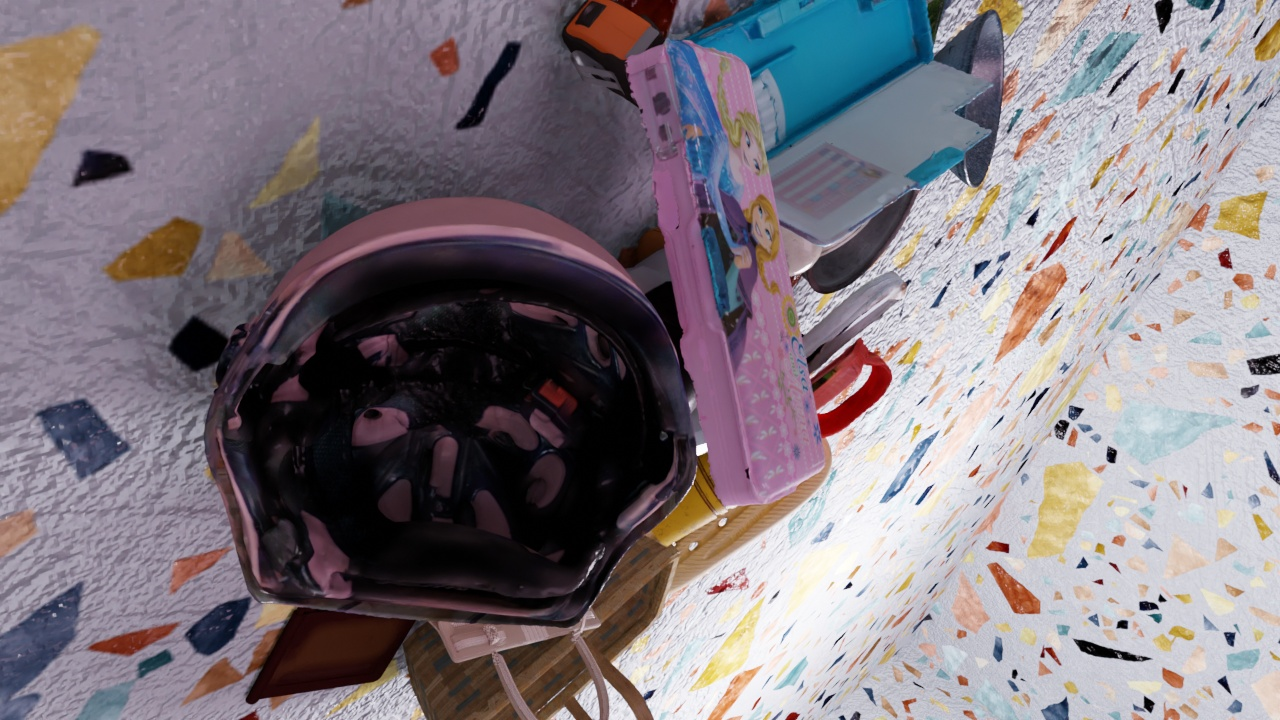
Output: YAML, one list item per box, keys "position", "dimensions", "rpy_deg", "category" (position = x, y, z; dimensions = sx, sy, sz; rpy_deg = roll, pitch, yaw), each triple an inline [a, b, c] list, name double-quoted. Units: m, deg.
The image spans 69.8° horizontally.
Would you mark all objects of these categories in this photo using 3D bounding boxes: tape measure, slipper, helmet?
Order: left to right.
- position: [-0.093, 0.019, 0.487]
  dimensions: [0.230, 0.152, 0.256]
  rpy_deg: [5, 126, -12]
  category: "helmet"
- position: [-0.015, -0.168, 0.501]
  dimensions: [0.038, 0.059, 0.058]
  rpy_deg: [-51, 164, -1]
  category: "tape measure"
- position: [0.079, 0.149, 0.974]
  dimensions: [0.261, 0.111, 0.079]
  rpy_deg: [-37, 180, -5]
  category: "slipper"
- position: [0.133, -0.008, 0.865]
  dimensions: [0.111, 0.063, 0.265]
  rpy_deg: [-21, 164, -47]
  category: "slipper"
- position: [0.188, 0.032, 0.867]
  dimensions: [0.104, 0.059, 0.248]
  rpy_deg: [-40, 173, 11]
  category: "slipper"

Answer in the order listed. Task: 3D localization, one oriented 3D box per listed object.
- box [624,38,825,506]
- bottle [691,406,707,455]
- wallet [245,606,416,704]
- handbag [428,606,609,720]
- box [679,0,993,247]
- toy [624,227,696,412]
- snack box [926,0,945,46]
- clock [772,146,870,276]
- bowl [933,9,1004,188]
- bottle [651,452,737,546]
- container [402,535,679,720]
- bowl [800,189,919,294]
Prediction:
- position: [0.056, -0.047, 0.507]
  dimensions: [0.063, 0.230, 0.160]
  rpy_deg: [-11, -179, 14]
  category: "box"
- position: [0.011, 0.058, 0.785]
  dimensions: [0.160, 0.072, 0.046]
  rpy_deg: [-9, 126, -49]
  category: "bottle"
- position: [-0.230, 0.217, 0.700]
  dimensions: [0.115, 0.018, 0.092]
  rpy_deg: [10, 117, -55]
  category: "wallet"
- position: [-0.087, 0.192, 0.674]
  dimensions: [0.062, 0.198, 0.175]
  rpy_deg: [-41, 155, 21]
  category: "handbag"
- position: [0.134, -0.177, 0.621]
  dimensions: [0.226, 0.170, 0.085]
  rpy_deg: [-34, 177, -25]
  category: "box"
- position: [0.017, -0.015, 0.645]
  dimensions: [0.183, 0.140, 0.159]
  rpy_deg: [-39, -172, -39]
  category: "toy"
- position: [0.179, -0.231, 0.727]
  dimensions: [0.147, 0.025, 0.080]
  rpy_deg: [-36, 148, -24]
  category: "snack box"
- position: [0.106, -0.108, 0.648]
  dimensions: [0.061, 0.104, 0.156]
  rpy_deg: [55, 41, -31]
  category: "clock"
- position: [0.252, -0.211, 0.745]
  dimensions: [0.136, 0.057, 0.137]
  rpy_deg: [-24, 119, -55]
  category: "bowl"
- position: [0.079, 0.110, 0.887]
  dimensions: [0.164, 0.071, 0.071]
  rpy_deg: [-32, 152, 8]
  category: "bottle"
- position: [-0.061, 0.267, 0.792]
  dimensions: [0.249, 0.186, 0.158]
  rpy_deg: [-35, 153, -30]
  category: "container"
- position: [0.168, -0.135, 0.781]
  dimensions: [0.144, 0.067, 0.145]
  rpy_deg: [-34, 147, -26]
  category: "bowl"
